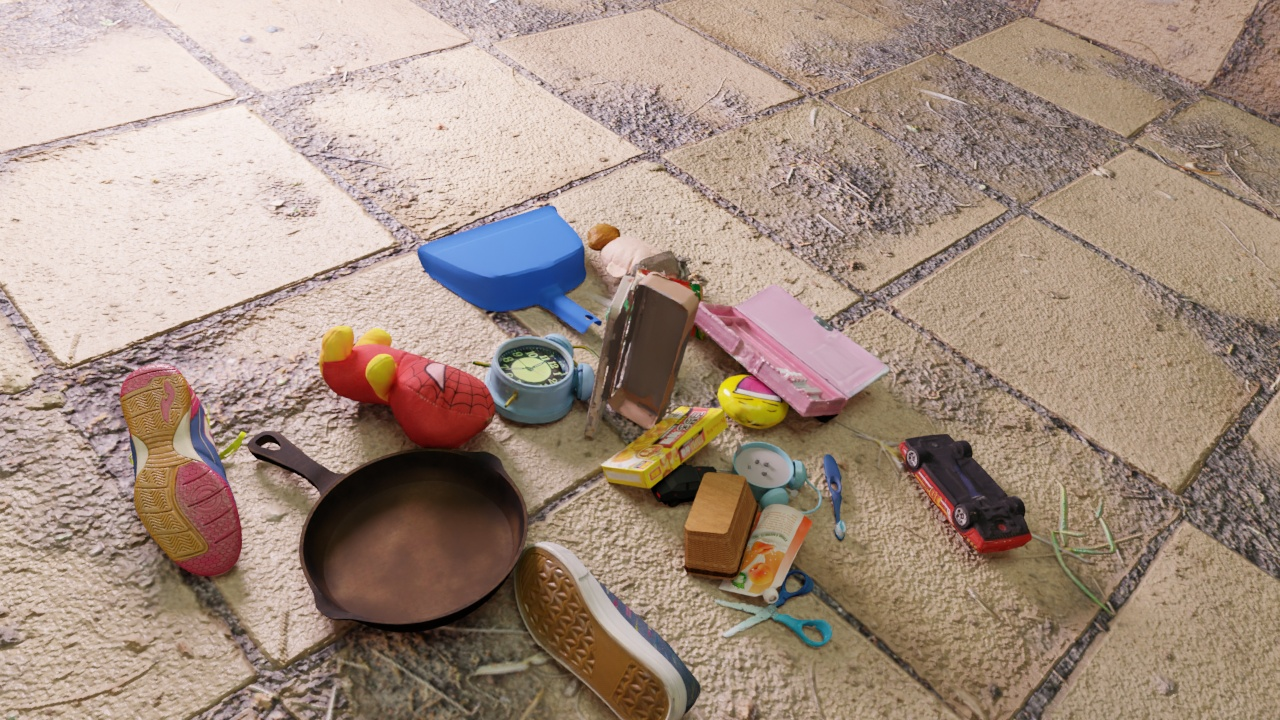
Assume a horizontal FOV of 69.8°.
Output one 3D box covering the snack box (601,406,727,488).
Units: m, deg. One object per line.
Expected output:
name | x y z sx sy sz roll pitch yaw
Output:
snack box | 0.031 0.102 1.103 0.075 0.025 0.151 1 26 47

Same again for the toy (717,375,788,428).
toy | 0.148 0.053 1.199 0.095 0.041 0.094 13 37 -4

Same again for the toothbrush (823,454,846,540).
toothbrush | 0.237 0.162 1.119 0.021 0.016 0.132 9 43 -6

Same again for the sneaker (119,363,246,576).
sneaker | -0.472 0.119 0.970 0.116 0.091 0.241 -19 70 -22

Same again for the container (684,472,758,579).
container | 0.088 0.178 1.020 0.063 0.061 0.113 3 38 21

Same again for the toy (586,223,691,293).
toy | -0.010 -0.141 1.348 0.176 0.076 0.132 40 32 21

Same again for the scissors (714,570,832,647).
scissors | 0.141 0.264 0.993 0.132 0.015 0.109 8 44 4

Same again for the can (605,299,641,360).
can | -0.011 -0.038 1.252 0.053 0.053 0.101 -8 46 -21

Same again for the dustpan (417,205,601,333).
dustpan | -0.145 -0.121 1.310 0.244 0.060 0.258 -25 43 -33

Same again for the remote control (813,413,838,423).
remote control | 0.214 0.042 1.248 0.039 0.010 0.125 -25 54 -34

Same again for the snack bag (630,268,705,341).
snack bag | 0.054 -0.077 1.286 0.155 0.044 0.087 17 62 -41

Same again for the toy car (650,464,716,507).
toy car | 0.056 0.143 1.083 0.091 0.036 0.042 -7 45 -19

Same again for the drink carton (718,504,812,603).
drink carton | 0.140 0.217 1.022 0.069 0.039 0.121 4 38 33

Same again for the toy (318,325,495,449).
toy | -0.270 0.033 1.080 0.216 0.099 0.147 27 14 15

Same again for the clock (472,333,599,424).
clock | -0.123 0.019 1.162 0.161 0.060 0.118 -18 48 -34

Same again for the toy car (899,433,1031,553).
toy car | 0.395 0.159 1.130 0.081 0.056 0.189 -4 38 -19

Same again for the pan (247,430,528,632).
pan | -0.285 0.163 0.974 0.356 0.043 0.247 23 44 23

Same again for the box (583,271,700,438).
box | 0.002 0.000 1.093 0.107 0.217 0.094 10 43 -5

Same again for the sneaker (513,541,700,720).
sneaker | -0.035 0.271 0.910 0.235 0.087 0.079 39 14 32

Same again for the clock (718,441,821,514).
clock | 0.162 0.143 1.104 0.123 0.042 0.087 30 45 22

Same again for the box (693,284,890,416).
box | 0.199 -0.013 1.258 0.179 0.059 0.233 -16 46 -36
